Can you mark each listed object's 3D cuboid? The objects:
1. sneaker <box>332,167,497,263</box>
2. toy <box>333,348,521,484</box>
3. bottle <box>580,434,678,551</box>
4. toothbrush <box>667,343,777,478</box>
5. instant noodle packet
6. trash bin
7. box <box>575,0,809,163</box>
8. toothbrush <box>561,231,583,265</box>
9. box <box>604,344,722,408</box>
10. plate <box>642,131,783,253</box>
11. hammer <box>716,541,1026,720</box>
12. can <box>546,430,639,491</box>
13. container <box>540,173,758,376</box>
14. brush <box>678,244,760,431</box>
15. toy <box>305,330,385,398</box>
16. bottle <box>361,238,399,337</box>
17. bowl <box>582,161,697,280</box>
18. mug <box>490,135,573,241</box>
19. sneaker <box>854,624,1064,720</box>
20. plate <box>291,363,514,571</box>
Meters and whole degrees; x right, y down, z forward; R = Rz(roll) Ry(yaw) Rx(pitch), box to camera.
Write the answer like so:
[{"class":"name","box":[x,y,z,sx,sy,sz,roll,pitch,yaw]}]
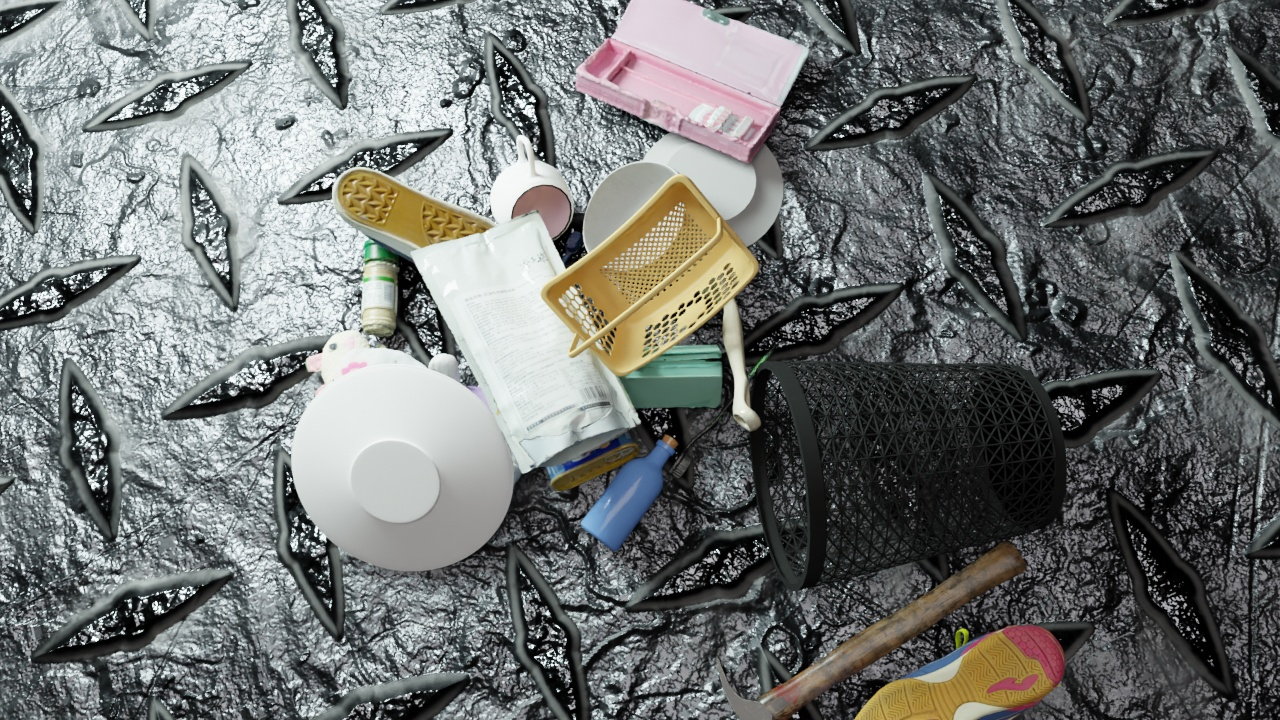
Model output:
[{"class":"sneaker","box":[-0.230,-0.136,1.024,0.235,0.079,0.087,29,80,-17]},{"class":"toy","box":[-0.220,0.055,0.972,0.209,0.085,0.138,11,102,-1]},{"class":"bottle","box":[-0.005,0.134,0.961,0.048,0.048,0.131,35,79,12]},{"class":"toothbrush","box":[0.093,0.054,0.996,0.017,0.014,0.188,41,80,0]},{"class":"instant noodle packet","box":[-0.117,-0.024,0.941,0.146,0.057,0.269,-21,70,-22]},{"class":"trash bin","box":[0.249,0.096,0.883,0.243,0.217,0.216,-6,74,-5]},{"class":"box","box":[0.061,-0.339,1.092,0.233,0.055,0.179,27,68,11]},{"class":"toothbrush","box":[-0.118,-0.068,1.041,0.016,0.017,0.189,28,78,12]},{"class":"box","box":[-0.006,0.001,0.991,0.189,0.077,0.079,-2,57,3]},{"class":"plate","box":[0.080,-0.205,1.067,0.173,0.019,0.172,-1,74,3]},{"class":"hammer","box":[0.236,0.271,0.918,0.330,0.033,0.120,-30,74,-6]},{"class":"can","box":[-0.058,0.090,0.972,0.100,0.054,0.059,-24,68,-3]},{"class":"container","box":[0.011,-0.078,0.886,0.184,0.166,0.129,-38,104,17]},{"class":"brush","box":[0.090,-0.030,0.940,0.077,0.062,0.271,-31,38,18]},{"class":"toy","box":[-0.320,0.009,1.018,0.112,0.050,0.087,-11,74,6]},{"class":"bottle","box":[-0.295,-0.083,1.044,0.043,0.043,0.110,-3,75,3]},{"class":"bowl","box":[0.007,-0.150,1.023,0.132,0.064,0.131,-9,71,27]},{"class":"mug","box":[-0.124,-0.194,1.026,0.090,0.124,0.076,-17,38,-17]},{"class":"sneaker","box":[0.299,0.339,0.877,0.242,0.091,0.116,-38,69,12]},{"class":"plate","box":[-0.244,0.117,0.929,0.229,0.030,0.229,1,106,2]}]
